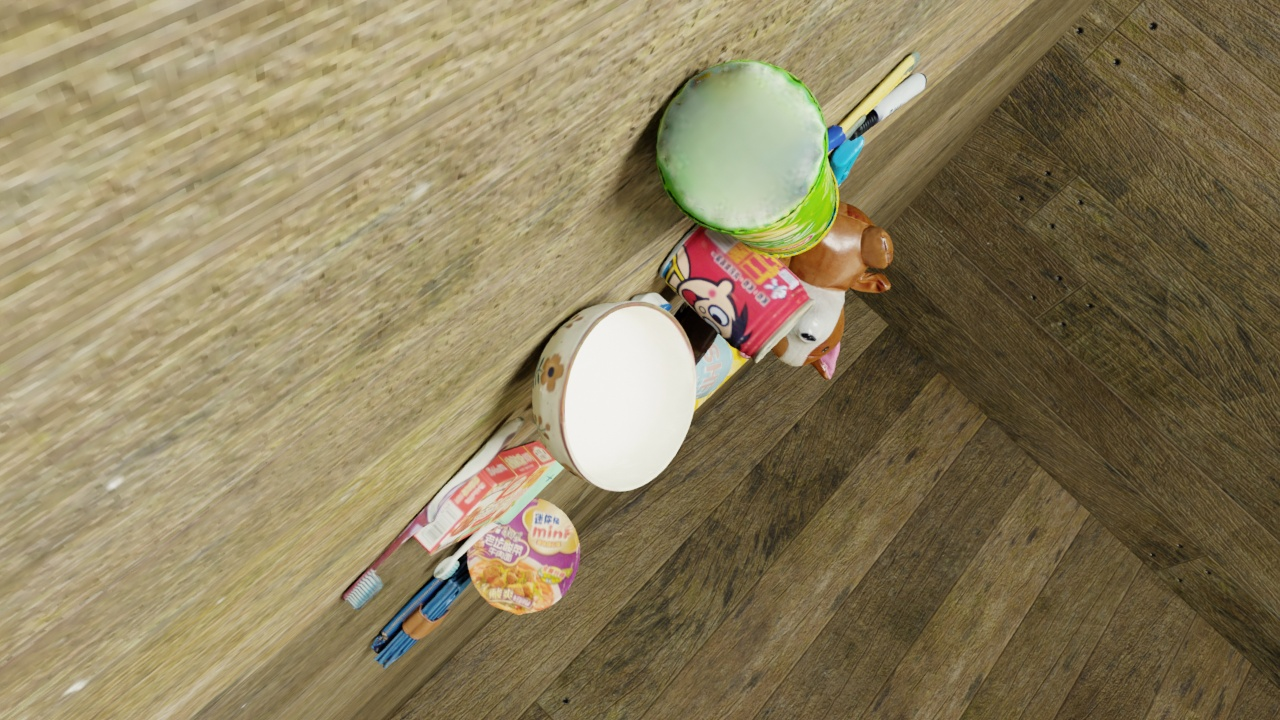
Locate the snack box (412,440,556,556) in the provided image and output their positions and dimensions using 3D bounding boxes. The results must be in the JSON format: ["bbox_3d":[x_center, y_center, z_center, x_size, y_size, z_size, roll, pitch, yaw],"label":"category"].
[{"bbox_3d":[-0.120,0.105,0.725,0.075,0.025,0.152,-46,173,8],"label":"snack box"}]

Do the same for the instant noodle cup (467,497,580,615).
[{"bbox_3d":[-0.126,0.198,0.935,0.111,0.111,0.099,-43,-178,-20],"label":"instant noodle cup"}]

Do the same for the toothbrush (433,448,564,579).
[{"bbox_3d":[-0.113,0.125,0.870,0.224,0.026,0.027,-45,143,-4],"label":"toothbrush"}]

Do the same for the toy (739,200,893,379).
[{"bbox_3d":[0.192,-0.072,1.002,0.130,0.140,0.200,-74,-174,-58],"label":"toy"}]

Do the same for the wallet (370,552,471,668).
[{"bbox_3d":[-0.223,0.262,0.988,0.133,0.040,0.106,-48,177,12],"label":"wallet"}]

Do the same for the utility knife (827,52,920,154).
[{"bbox_3d":[0.164,-0.189,0.759,0.195,0.020,0.031,-41,167,0],"label":"utility knife"}]

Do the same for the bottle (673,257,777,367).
[{"bbox_3d":[0.048,-0.032,0.749,0.195,0.044,0.079,-56,-179,34],"label":"bottle"}]

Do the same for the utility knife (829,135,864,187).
[{"bbox_3d":[0.202,-0.190,0.931,0.034,0.018,0.206,-47,174,5],"label":"utility knife"}]

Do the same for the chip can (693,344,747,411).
[{"bbox_3d":[0.103,-0.023,1.083,0.212,0.072,0.072,-41,172,-27],"label":"chip can"}]

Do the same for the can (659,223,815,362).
[{"bbox_3d":[0.068,-0.051,0.641,0.066,0.094,0.066,-45,173,-8],"label":"can"}]

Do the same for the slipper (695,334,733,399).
[{"bbox_3d":[0.054,-0.002,0.925,0.244,0.074,0.104,-40,172,-46],"label":"slipper"}]

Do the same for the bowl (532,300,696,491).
[{"bbox_3d":[-0.024,0.018,0.560,0.062,0.113,0.113,11,-138,45],"label":"bowl"}]

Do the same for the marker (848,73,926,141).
[{"bbox_3d":[0.221,-0.229,0.823,0.130,0.018,0.023,-39,179,-37],"label":"marker"}]

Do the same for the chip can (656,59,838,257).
[{"bbox_3d":[0.063,-0.093,0.470,0.073,0.072,0.221,-47,173,11],"label":"chip can"}]

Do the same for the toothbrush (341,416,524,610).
[{"bbox_3d":[-0.143,0.107,0.640,0.188,0.017,0.016,-46,174,8],"label":"toothbrush"}]

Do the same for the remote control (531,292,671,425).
[{"bbox_3d":[-0.028,0.000,0.662,0.125,0.024,0.049,-48,172,11],"label":"remote control"}]

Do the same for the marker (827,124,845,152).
[{"bbox_3d":[0.113,-0.143,0.692,0.145,0.017,0.017,-40,171,-36],"label":"marker"}]
